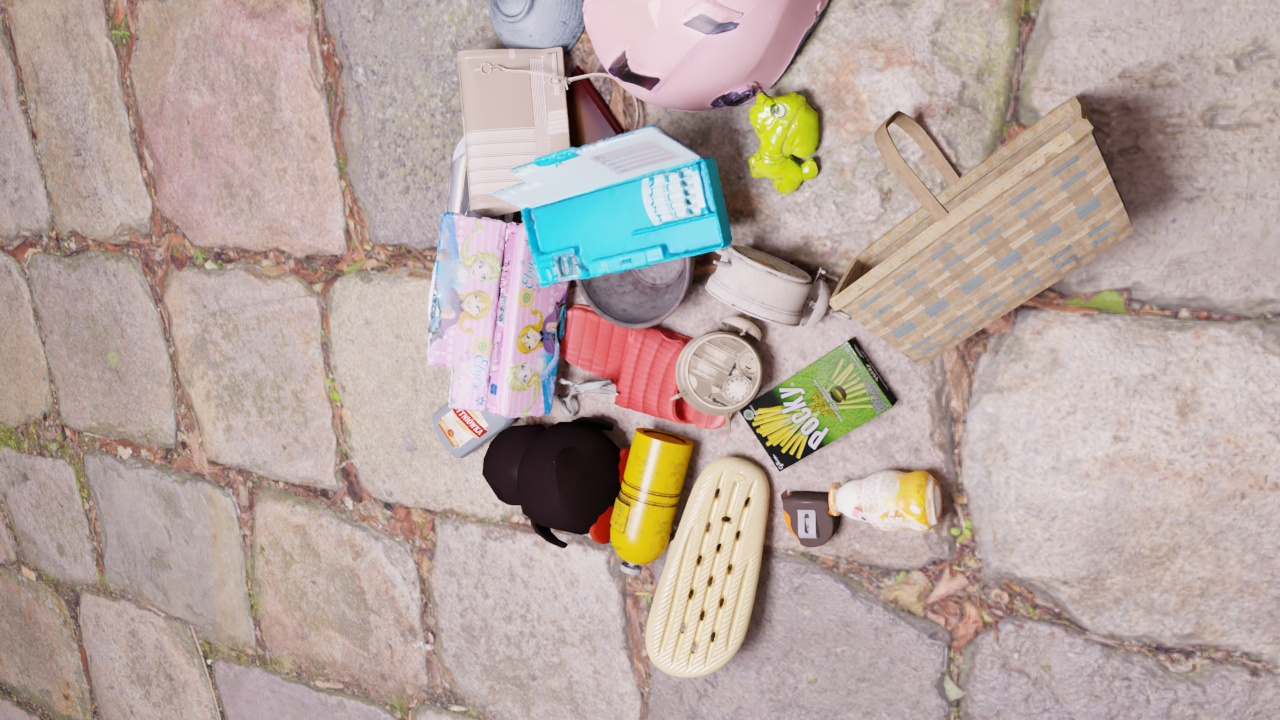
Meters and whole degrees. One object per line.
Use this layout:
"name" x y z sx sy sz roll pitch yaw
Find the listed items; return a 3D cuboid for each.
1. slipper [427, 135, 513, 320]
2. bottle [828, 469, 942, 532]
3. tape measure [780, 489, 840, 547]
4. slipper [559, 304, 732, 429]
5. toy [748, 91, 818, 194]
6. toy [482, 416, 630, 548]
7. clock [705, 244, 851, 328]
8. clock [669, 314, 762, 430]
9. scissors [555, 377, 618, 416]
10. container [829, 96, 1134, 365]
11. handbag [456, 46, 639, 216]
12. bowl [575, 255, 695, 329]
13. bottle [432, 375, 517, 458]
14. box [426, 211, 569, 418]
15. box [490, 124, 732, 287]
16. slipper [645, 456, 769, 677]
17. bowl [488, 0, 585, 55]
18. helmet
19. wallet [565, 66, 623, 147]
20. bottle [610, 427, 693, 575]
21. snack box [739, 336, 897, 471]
"slipper" -0.190 -0.145 1.117 0.111 0.063 0.264 9 96 23
"bottle" 0.250 0.144 0.941 0.109 0.063 0.063 -3 102 28
"tape measure" 0.185 0.174 1.001 0.058 0.038 0.059 -2 102 30
"slipper" -0.006 0.006 1.053 0.249 0.059 0.104 26 115 23
"toy" 0.143 -0.219 0.917 0.094 0.036 0.094 32 115 -6
"toy" -0.120 0.130 1.106 0.184 0.140 0.159 9 71 39
"clock" 0.144 -0.075 0.933 0.157 0.103 0.061 20 107 -4
"clock" 0.094 -0.004 0.981 0.093 0.054 0.140 27 87 -1
"scissors" -0.082 0.024 1.095 0.117 0.014 0.162 51 149 8
"container" 0.274 -0.138 0.803 0.251 0.157 0.186 -38 94 31
"handbag" -0.097 -0.261 1.021 0.198 0.062 0.175 -4 92 14
"bowl" 0.003 -0.112 1.010 0.145 0.067 0.145 8 107 28
"bottle" -0.198 0.061 1.184 0.162 0.046 0.072 -34 85 32
"box" -0.159 -0.050 1.053 0.063 0.160 0.230 -151 67 -64
"box" -0.035 -0.163 0.931 0.228 0.085 0.170 -9 133 31
"slipper" 0.083 0.234 1.057 0.111 0.079 0.261 15 95 3
"bowl" -0.128 -0.400 1.012 0.137 0.057 0.137 8 107 27
"helmet" 0.042 -0.353 0.882 0.256 0.152 0.230 -24 94 38
"wallet" -0.084 -0.262 1.051 0.116 0.018 0.091 -37 83 28
"bottle" 0.007 0.166 1.059 0.071 0.071 0.164 17 97 25
"snack box" 0.186 0.048 0.974 0.148 0.025 0.080 -36 84 32
